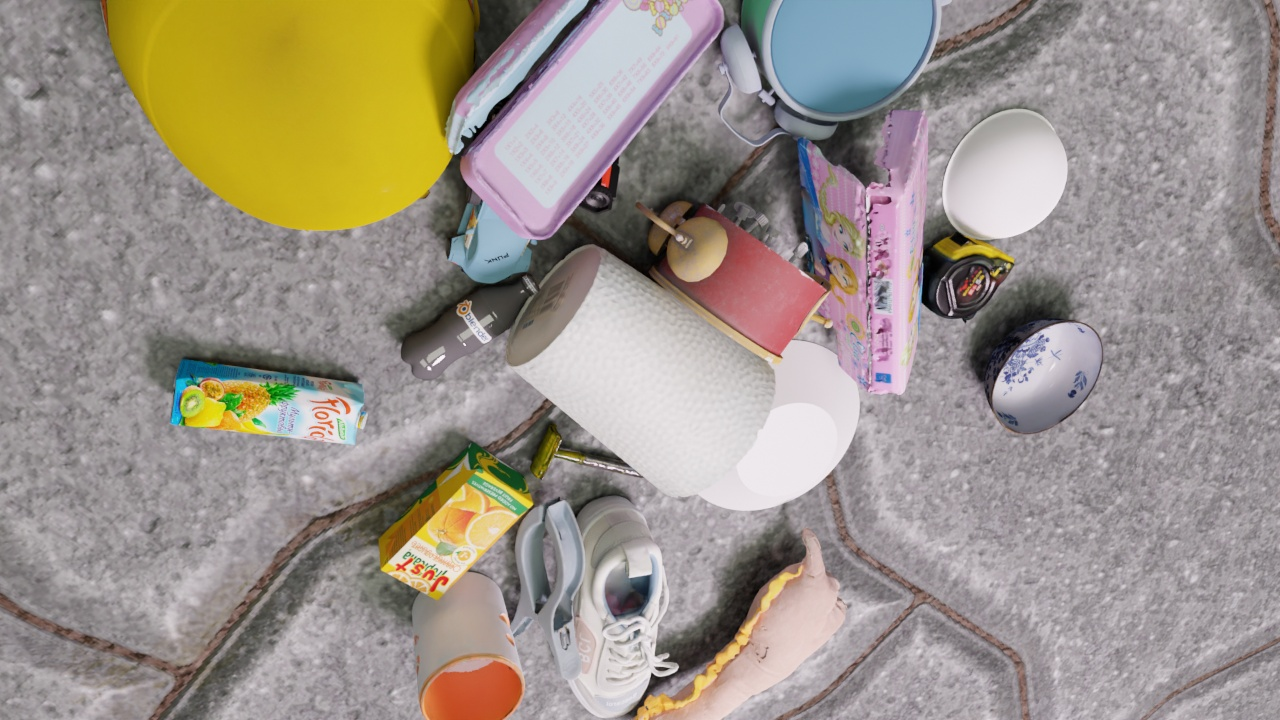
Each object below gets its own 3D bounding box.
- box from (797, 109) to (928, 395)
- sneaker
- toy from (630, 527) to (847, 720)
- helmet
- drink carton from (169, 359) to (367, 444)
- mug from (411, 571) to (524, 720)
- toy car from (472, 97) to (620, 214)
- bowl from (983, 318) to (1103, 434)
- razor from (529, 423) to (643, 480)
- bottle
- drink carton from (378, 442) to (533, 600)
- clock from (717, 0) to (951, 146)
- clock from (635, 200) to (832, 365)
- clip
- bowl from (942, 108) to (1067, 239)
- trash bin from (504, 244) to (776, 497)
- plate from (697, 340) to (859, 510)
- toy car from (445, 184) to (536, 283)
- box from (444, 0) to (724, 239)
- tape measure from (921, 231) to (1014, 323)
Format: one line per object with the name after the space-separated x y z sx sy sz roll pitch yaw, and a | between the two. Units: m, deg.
0.164 -0.074 0.695 0.091 0.084 0.231 9 143 22 | box
-0.018 0.242 0.809 0.089 0.090 0.243 -10 120 -20 | sneaker
0.080 0.281 0.868 0.264 0.065 0.196 -30 128 -9 | toy
-0.185 -0.168 0.511 0.209 0.139 0.240 -14 121 -11 | helmet
-0.260 0.030 0.650 0.128 0.038 0.044 9 113 -23 | drink carton
-0.145 0.239 0.760 0.082 0.105 0.082 -8 119 -14 | mug
-0.062 -0.135 0.619 0.100 0.051 0.049 22 151 -28 | toy car
0.357 0.007 0.836 0.114 0.045 0.114 -8 119 -15 | bowl
-0.037 0.084 0.764 0.105 0.026 0.042 16 109 -29 | razor
-0.122 -0.027 0.666 0.110 0.036 0.036 -34 122 1 | bottle
-0.152 0.132 0.739 0.122 0.041 0.058 -45 121 9 | drink carton
0.120 -0.218 0.628 0.122 0.075 0.162 32 116 -30 | clock
0.064 -0.072 0.661 0.158 0.117 0.081 31 100 -23 | clock
-0.085 0.187 0.783 0.027 0.090 0.162 -17 114 -44 | clip
0.304 -0.143 0.742 0.109 0.040 0.110 -8 119 -14 | bowl
-0.004 0.004 0.673 0.161 0.133 0.133 36 101 -25 | trash bin
0.120 0.069 0.796 0.173 0.036 0.174 -8 119 -14 | plate
-0.094 -0.085 0.618 0.060 0.027 0.108 7 148 -21 | toy car
-0.032 -0.188 0.551 0.213 0.062 0.140 -53 156 -15 | box
0.266 -0.070 0.769 0.072 0.042 0.072 18 115 -30 | tape measure
